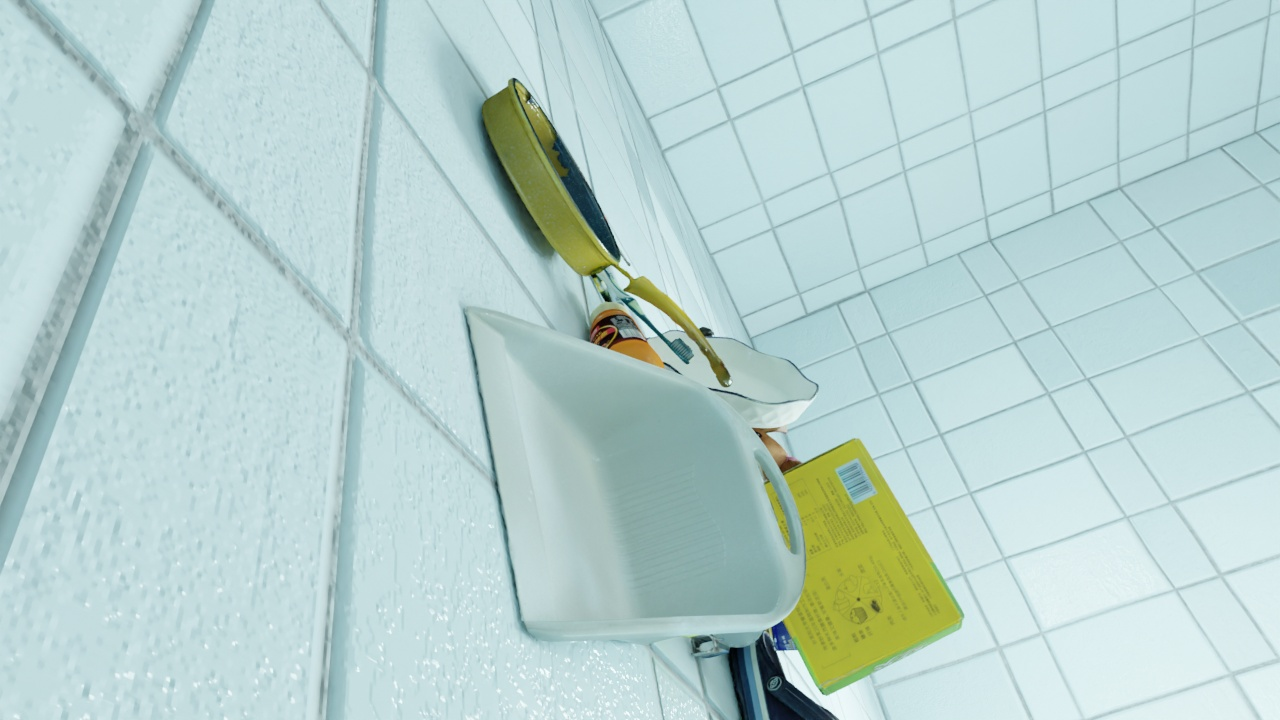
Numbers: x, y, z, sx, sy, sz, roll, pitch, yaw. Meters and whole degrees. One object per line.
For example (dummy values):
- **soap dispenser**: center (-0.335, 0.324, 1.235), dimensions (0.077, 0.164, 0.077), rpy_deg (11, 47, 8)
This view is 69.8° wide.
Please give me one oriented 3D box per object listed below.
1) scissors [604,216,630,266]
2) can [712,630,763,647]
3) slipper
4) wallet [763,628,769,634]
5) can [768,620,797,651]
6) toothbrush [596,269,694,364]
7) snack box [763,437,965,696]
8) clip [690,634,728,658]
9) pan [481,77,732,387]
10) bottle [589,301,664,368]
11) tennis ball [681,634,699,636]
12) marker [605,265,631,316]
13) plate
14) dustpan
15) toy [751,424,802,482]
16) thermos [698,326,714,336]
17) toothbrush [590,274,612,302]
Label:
- **scissors**: center (-0.057, -0.177, 1.133), dimensions (0.221, 0.022, 0.232), rpy_deg (57, 7, -34)
- **can**: center (0.106, 0.253, 0.964), dimensions (0.146, 0.058, 0.058), rpy_deg (6, 63, -79)
- **slipper**: center (0.152, 0.364, 0.876), dimensions (0.105, 0.095, 0.252), rpy_deg (59, 9, -31)
- **wallet**: center (0.132, 0.282, 1.105), dimensions (0.130, 0.037, 0.106), rpy_deg (48, 21, -62)
- **can**: center (0.185, 0.281, 1.118), dimensions (0.075, 0.049, 0.147), rpy_deg (65, 24, -47)
- **toothbrush**: center (-0.011, -0.067, 0.988), dimensions (0.191, 0.018, 0.016), rpy_deg (46, 18, -4)
- **snack box**: center (0.203, 0.207, 0.929), dimensions (0.210, 0.158, 0.070), rpy_deg (64, 4, 29)
- **clip**: center (0.058, 0.253, 0.814), dimensions (0.058, 0.026, 0.036), rpy_deg (40, 37, -62)
- **pan**: center (-0.028, -0.112, 0.886), dimensions (0.357, 0.078, 0.197), rpy_deg (60, 9, -8)
- **bottle**: center (-0.021, -0.013, 0.880), dimensions (0.067, 0.067, 0.149), rpy_deg (60, 5, -36)
- **tennis ball**: center (0.036, 0.183, 0.719), dimensions (0.065, 0.065, 0.065), rpy_deg (-22, 89, -80)
- **marker**: center (-0.022, -0.065, 1.093), dimensions (0.018, 0.022, 0.130), rpy_deg (137, -66, -73)
- **plate**: center (0.101, 0.021, 1.062), dimensions (0.204, 0.205, 0.046), rpy_deg (-80, -176, -72)
- **dustpan**: center (0.018, 0.083, 0.629), dimensions (0.258, 0.143, 0.222), rpy_deg (55, 16, -57)
- **toy**: center (0.109, 0.101, 1.074), dimensions (0.130, 0.140, 0.199), rpy_deg (61, 5, -24)
- **thermos**: center (0.078, 0.036, 1.228), dimensions (0.093, 0.093, 0.143), rpy_deg (-91, 164, -64)
- **toothbrush**: center (-0.049, -0.095, 1.039), dimensions (0.017, 0.012, 0.186), rpy_deg (-103, 168, -69)
